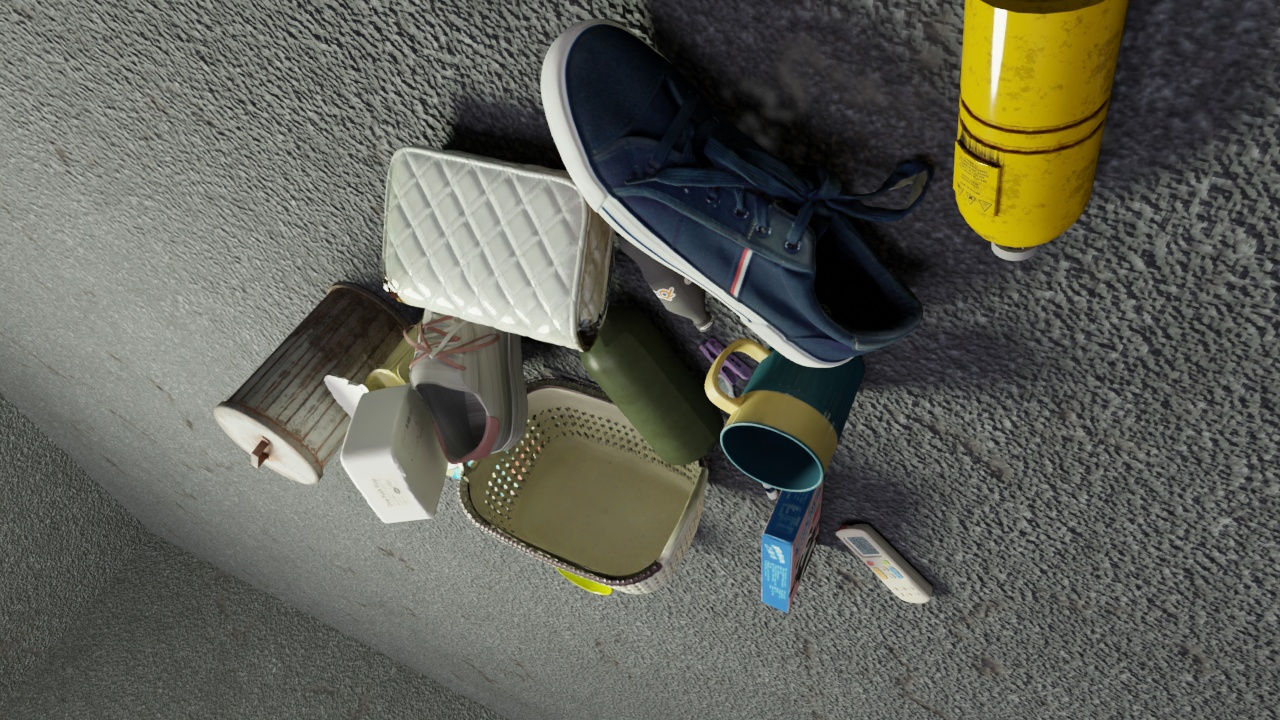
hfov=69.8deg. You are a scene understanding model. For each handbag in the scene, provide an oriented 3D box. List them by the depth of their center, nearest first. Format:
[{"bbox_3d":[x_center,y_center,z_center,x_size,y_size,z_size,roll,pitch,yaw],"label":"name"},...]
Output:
[{"bbox_3d":[-0.112,-0.093,0.735,0.195,0.072,0.139,17,109,23],"label":"handbag"},{"bbox_3d":[-0.204,0.011,0.952,0.111,0.119,0.081,43,141,-15],"label":"handbag"}]

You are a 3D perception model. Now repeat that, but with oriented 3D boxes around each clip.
[{"bbox_3d":[0.072,0.001,0.800,0.051,0.013,0.033,42,146,-12],"label":"clip"}]

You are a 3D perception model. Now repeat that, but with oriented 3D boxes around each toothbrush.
[{"bbox_3d":[0.102,0.078,0.877,0.012,0.017,0.187,21,150,42],"label":"toothbrush"}]

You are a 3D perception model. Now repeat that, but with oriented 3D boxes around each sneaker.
[{"bbox_3d":[0.072,-0.106,0.565,0.294,0.120,0.127,40,161,-19],"label":"sneaker"},{"bbox_3d":[-0.168,-0.012,0.836,0.099,0.089,0.236,-2,108,23],"label":"sneaker"}]

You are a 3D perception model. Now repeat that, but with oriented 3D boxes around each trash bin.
[{"bbox_3d":[-0.359,0.029,1.020,0.131,0.210,0.131,22,148,15],"label":"trash bin"}]

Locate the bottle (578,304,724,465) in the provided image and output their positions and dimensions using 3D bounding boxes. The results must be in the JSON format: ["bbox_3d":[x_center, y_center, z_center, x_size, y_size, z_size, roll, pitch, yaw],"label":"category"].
[{"bbox_3d":[-0.005,0.005,0.815,0.072,0.071,0.207,-5,133,45],"label":"bottle"}]

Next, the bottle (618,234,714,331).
[{"bbox_3d":[0.024,-0.066,0.723,0.036,0.036,0.110,-5,133,45],"label":"bottle"}]

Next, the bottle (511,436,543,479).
[{"bbox_3d":[-0.063,0.148,1.074,0.177,0.062,0.062,24,148,13],"label":"bottle"}]

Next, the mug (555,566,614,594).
[{"bbox_3d":[-0.046,0.218,1.116,0.082,0.105,0.083,23,148,15],"label":"mug"}]

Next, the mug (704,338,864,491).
[{"bbox_3d":[0.108,0.027,0.715,0.113,0.107,0.083,33,151,-3],"label":"mug"}]

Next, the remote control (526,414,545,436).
[{"bbox_3d":[-0.169,0.065,1.094,0.147,0.015,0.033,9,142,32],"label":"remote control"}]

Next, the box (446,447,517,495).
[{"bbox_3d":[-0.211,0.134,1.204,0.227,0.039,0.094,16,145,23],"label":"box"}]

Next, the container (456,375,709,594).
[{"bbox_3d":[-0.051,0.135,0.943,0.252,0.184,0.143,19,155,21],"label":"container"}]

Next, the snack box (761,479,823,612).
[{"bbox_3d":[0.150,0.178,0.909,0.033,0.087,0.154,18,146,20],"label":"snack box"}]

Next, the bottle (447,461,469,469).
[{"bbox_3d":[-0.245,0.075,1.127,0.041,0.041,0.116,-9,109,47],"label":"bottle"}]

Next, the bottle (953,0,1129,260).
[{"bbox_3d":[0.197,-0.119,0.468,0.071,0.070,0.164,14,145,26],"label":"bottle"}]

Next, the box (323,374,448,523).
[{"bbox_3d":[-0.246,0.069,0.897,0.189,0.101,0.111,-119,9,-50],"label":"box"}]

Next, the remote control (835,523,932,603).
[{"bbox_3d":[0.248,0.205,0.930,0.125,0.018,0.038,44,146,-19],"label":"remote control"}]
